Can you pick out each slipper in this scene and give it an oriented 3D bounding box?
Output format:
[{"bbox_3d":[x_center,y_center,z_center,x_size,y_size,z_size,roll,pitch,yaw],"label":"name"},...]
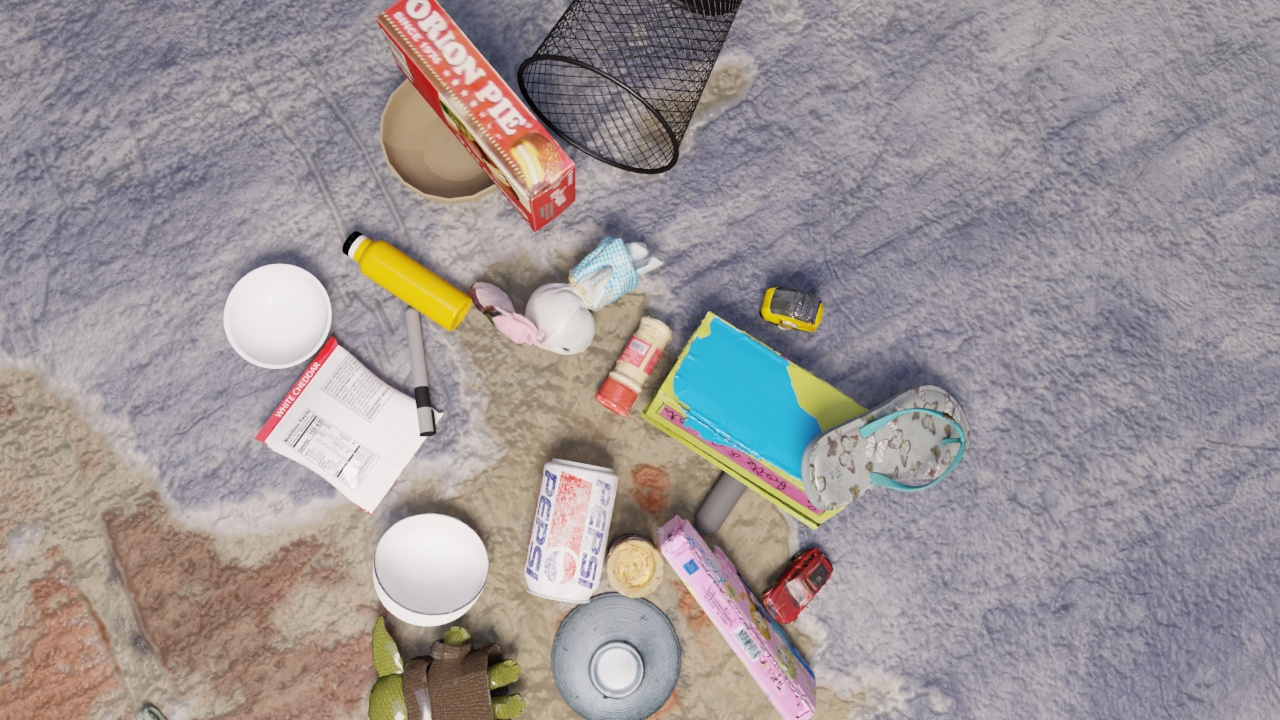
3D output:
[{"bbox_3d":[0.261,0.080,0.906,0.268,0.055,0.098,-9,91,-39],"label":"slipper"}]

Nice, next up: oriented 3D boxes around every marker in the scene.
[{"bbox_3d":[-0.234,0.011,0.972,0.016,0.016,0.140,-10,73,-4],"label":"marker"}]

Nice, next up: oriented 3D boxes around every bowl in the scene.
[{"bbox_3d":[-0.201,-0.240,0.997,0.152,0.050,0.152,0,83,-2],"label":"bowl"},{"bbox_3d":[-0.377,-0.044,0.971,0.110,0.040,0.110,0,83,-2],"label":"bowl"},{"bbox_3d":[-0.024,0.310,0.936,0.137,0.057,0.137,0,83,-2],"label":"bowl"},{"bbox_3d":[-0.214,0.217,0.925,0.113,0.063,0.113,13,45,-13],"label":"bowl"}]

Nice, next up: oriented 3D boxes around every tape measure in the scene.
[{"bbox_3d":[0.162,-0.052,0.983,0.065,0.064,0.037,19,81,1],"label":"tape measure"}]

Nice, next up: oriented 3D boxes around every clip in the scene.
[{"bbox_3d":[-0.484,0.384,0.927,0.059,0.023,0.076,-31,88,-7],"label":"clip"}]

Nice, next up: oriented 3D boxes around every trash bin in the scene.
[{"bbox_3d":[0.003,-0.337,0.959,0.184,0.184,0.210,27,77,1],"label":"trash bin"}]

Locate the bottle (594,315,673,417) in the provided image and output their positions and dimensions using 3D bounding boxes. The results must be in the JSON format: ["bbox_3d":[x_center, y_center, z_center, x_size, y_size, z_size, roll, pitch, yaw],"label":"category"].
[{"bbox_3d":[-0.006,0.006,0.981,0.044,0.044,0.109,30,82,1],"label":"bottle"}]

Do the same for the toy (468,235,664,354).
[{"bbox_3d":[-0.067,-0.065,0.976,0.205,0.131,0.106,-26,116,-13],"label":"toy"}]

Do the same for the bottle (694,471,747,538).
[{"bbox_3d":[0.080,0.158,0.972,0.030,0.030,0.113,35,83,2],"label":"bottle"}]

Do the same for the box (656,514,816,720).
[{"bbox_3d":[0.102,0.256,0.919,0.053,0.084,0.230,-36,93,-1],"label":"box"}]

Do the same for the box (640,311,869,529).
[{"bbox_3d":[0.125,0.060,0.948,0.221,0.081,0.124,30,63,3],"label":"box"}]

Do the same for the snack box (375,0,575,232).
[{"bbox_3d":[-0.159,-0.246,0.916,0.060,0.113,0.236,-39,86,-7],"label":"snack box"}]

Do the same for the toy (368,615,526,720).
[{"bbox_3d":[-0.194,0.338,0.916,0.153,0.078,0.179,-10,84,4],"label":"toy"}]

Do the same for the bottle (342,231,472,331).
[{"bbox_3d":[-0.251,-0.088,0.981,0.143,0.043,0.043,33,83,2],"label":"bottle"}]

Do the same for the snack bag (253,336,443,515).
[{"bbox_3d":[-0.304,0.068,0.961,0.144,0.039,0.130,35,79,-2],"label":"snack bag"}]

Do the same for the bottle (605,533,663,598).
[{"bbox_3d":[-0.007,0.205,0.925,0.056,0.105,0.056,0,83,-3],"label":"bottle"}]

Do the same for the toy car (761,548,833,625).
[{"bbox_3d":[0.165,0.234,0.953,0.091,0.036,0.042,-38,89,-29],"label":"toy car"}]

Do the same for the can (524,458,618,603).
[{"bbox_3d":[-0.071,0.173,0.940,0.078,0.078,0.136,11,83,-1],"label":"can"}]
